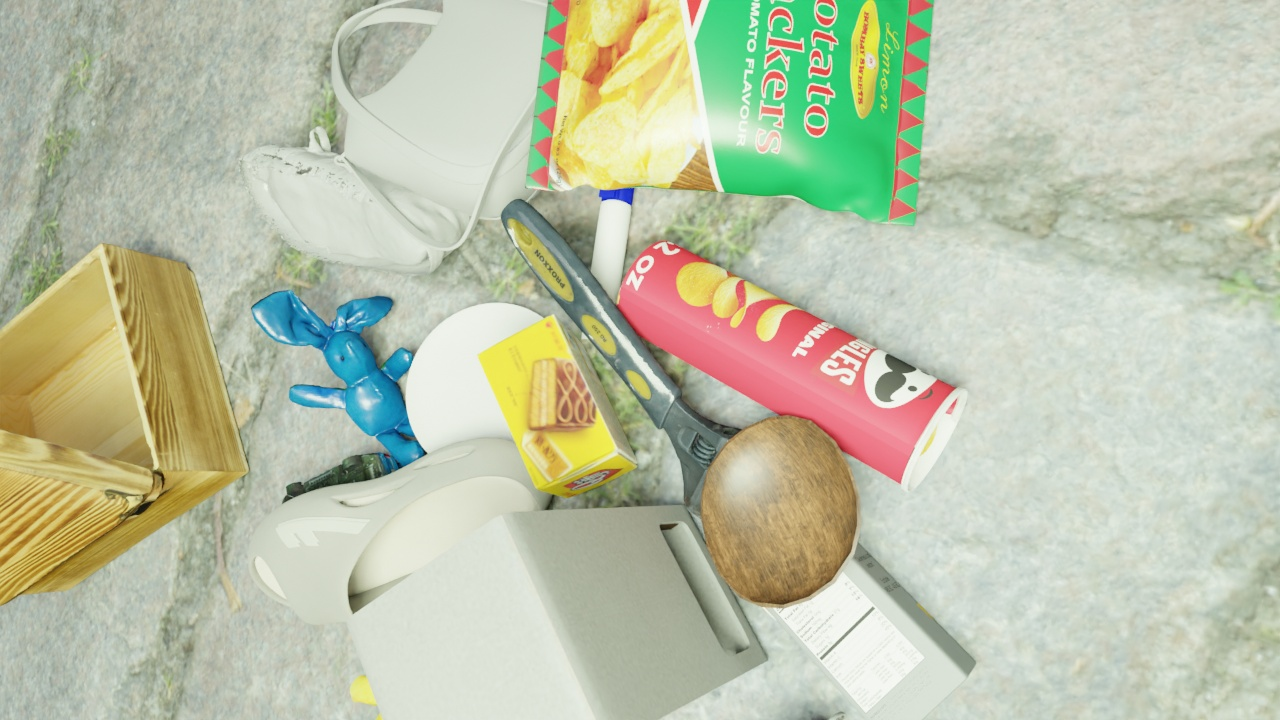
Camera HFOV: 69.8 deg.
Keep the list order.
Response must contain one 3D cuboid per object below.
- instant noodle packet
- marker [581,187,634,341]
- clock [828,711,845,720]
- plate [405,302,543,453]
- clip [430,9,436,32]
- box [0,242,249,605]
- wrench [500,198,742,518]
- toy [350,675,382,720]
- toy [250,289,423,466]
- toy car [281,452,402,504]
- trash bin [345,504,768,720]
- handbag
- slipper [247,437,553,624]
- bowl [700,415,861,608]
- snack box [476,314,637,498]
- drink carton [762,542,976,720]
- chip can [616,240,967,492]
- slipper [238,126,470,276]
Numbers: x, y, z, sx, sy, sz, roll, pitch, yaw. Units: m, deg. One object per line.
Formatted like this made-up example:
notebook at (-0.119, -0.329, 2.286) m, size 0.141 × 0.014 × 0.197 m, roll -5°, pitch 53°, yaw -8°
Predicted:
instant noodle packet at (0.061, -0.196, 0.602) m, size 0.253 × 0.090 × 0.195 m, roll 6°, pitch 85°, yaw 3°
marker at (-0.024, -0.080, 0.674) m, size 0.023 × 0.027 × 0.133 m, roll 6°, pitch 86°, yaw 30°
clock at (0.085, 0.258, 0.540) m, size 0.035 × 0.094 × 0.122 m, roll 33°, pitch 92°, yaw 29°
plate at (-0.113, 0.023, 0.699) m, size 0.135 × 0.011 × 0.134 m, roll -2°, pitch 78°, yaw 10°
clip at (-0.164, -0.233, 0.762) m, size 0.052 × 0.058 × 0.102 m, roll -5°, pitch 79°, yaw 1°
box at (-0.560, 0.076, 0.754) m, size 0.280 × 0.334 × 0.286 m, roll -30°, pitch 73°, yaw 18°
wrench at (-0.004, 0.004, 0.610) m, size 0.273 × 0.022 × 0.074 m, roll 51°, pitch 132°, yaw 3°
toy at (-0.152, 0.273, 0.661) m, size 0.134 × 0.092 × 0.207 m, roll -17°, pitch 65°, yaw 26°
toy at (-0.216, 0.009, 0.736) m, size 0.176 × 0.112 × 0.071 m, roll 52°, pitch 144°, yaw 1°
toy car at (-0.240, 0.114, 0.746) m, size 0.120 × 0.043 × 0.056 m, roll -25°, pitch 73°, yaw 23°
trash bin at (-0.034, 0.164, 0.533) m, size 0.115 × 0.228 × 0.114 m, roll -35°, pitch 69°, yaw 18°
handbag at (-0.154, -0.207, 0.688) m, size 0.223 × 0.096 × 0.215 m, roll 28°, pitch 75°, yaw 19°
slipper at (-0.186, 0.143, 0.674) m, size 0.266 × 0.113 × 0.080 m, roll -21°, pitch 36°, yaw 16°
bowl at (0.086, 0.090, 0.544) m, size 0.102 × 0.026 × 0.114 m, roll -35°, pitch 52°, yaw 24°
snack box at (-0.055, 0.035, 0.635) m, size 0.061 × 0.083 × 0.105 m, roll -27°, pitch 74°, yaw 3°
drink carton at (0.131, 0.158, 0.554) m, size 0.076 × 0.048 × 0.125 m, roll -49°, pitch 66°, yaw 12°
chip can at (0.089, -0.003, 0.585) m, size 0.221 × 0.069 × 0.069 m, roll 31°, pitch 97°, yaw 27°
slipper at (-0.246, -0.135, 0.767) m, size 0.247 × 0.074 × 0.112 m, roll 17°, pitch 121°, yaw 29°
